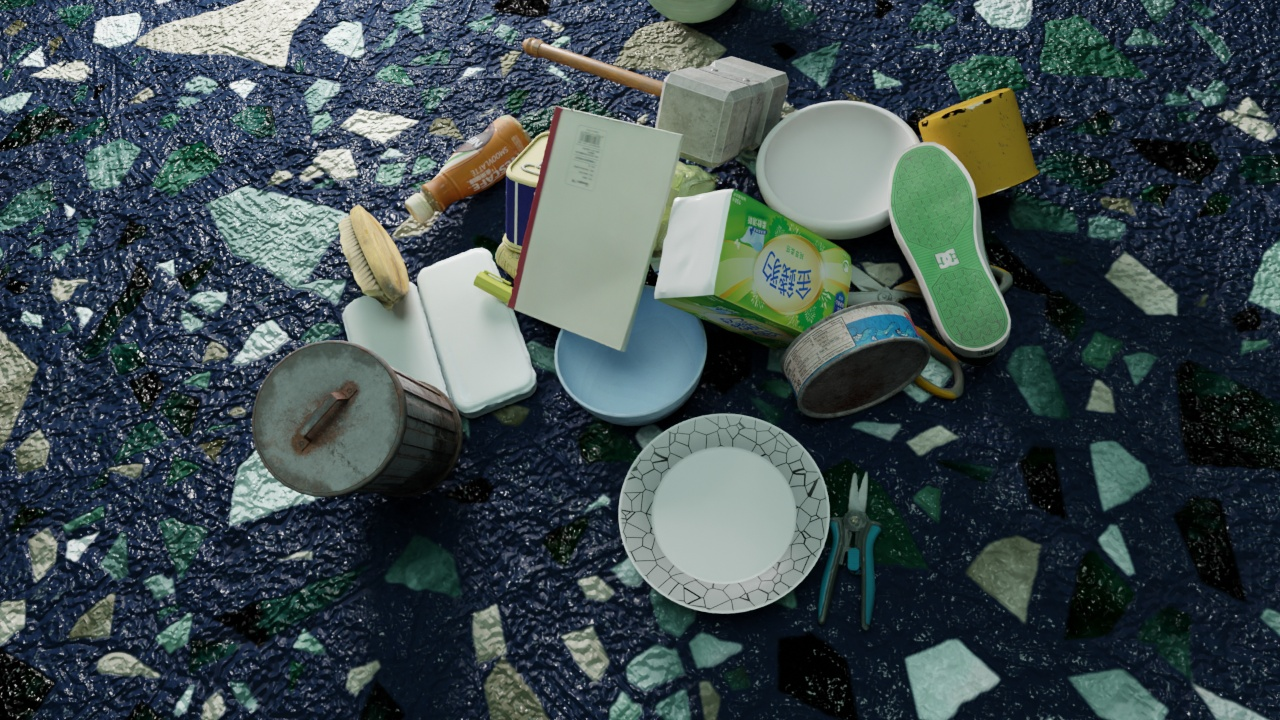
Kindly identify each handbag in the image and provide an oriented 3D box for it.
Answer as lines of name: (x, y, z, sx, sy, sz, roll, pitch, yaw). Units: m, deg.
handbag: (-0.013, -0.182, 0.983, 0.113, 0.186, 0.117, -65, 26, 10)

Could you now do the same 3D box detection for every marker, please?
marker: (-0.124, -0.063, 0.998, 0.124, 0.017, 0.021, 28, 97, 6)

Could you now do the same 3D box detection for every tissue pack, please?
tissue pack: (0.092, -0.081, 0.898, 0.142, 0.197, 0.120, 1, 70, 49)

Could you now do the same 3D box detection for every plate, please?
plate: (0.075, 0.137, 0.834, 0.189, 0.016, 0.188, -4, 60, 7)

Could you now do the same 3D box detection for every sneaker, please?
sneaker: (0.300, -0.103, 0.903, 0.084, 0.079, 0.235, -15, 66, 13)

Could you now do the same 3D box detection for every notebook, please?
notebook: (-0.049, -0.130, 0.890, 0.153, 0.012, 0.209, 22, 102, 30)

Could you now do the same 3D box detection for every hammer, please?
hammer: (-0.008, -0.324, 1.063, 0.318, 0.083, 0.162, 25, 33, 22)

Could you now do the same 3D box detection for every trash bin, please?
trash bin: (-0.251, 0.062, 0.842, 0.131, 0.211, 0.130, -1, 80, 5)

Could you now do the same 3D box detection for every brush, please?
brush: (-0.304, -0.119, 1.042, 0.043, 0.059, 0.195, -39, 45, 4)

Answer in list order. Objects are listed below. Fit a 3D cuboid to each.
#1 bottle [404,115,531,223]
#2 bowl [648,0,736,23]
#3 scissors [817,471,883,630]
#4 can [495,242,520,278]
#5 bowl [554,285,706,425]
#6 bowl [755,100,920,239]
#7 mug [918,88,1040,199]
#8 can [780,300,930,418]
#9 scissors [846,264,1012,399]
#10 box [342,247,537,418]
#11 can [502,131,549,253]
bottle: (-0.206, -0.225, 1.097, 0.167, 0.059, 0.059, -40, 62, -12)
bowl: (0.070, -0.491, 1.185, 0.151, 0.077, 0.150, -4, 60, 8)
scissors: (0.195, 0.174, 0.827, 0.126, 0.019, 0.143, -32, 54, -2)
can: (-0.125, -0.102, 1.026, 0.038, 0.038, 0.079, -42, 63, -14)
bowl: (-0.005, 0.005, 0.925, 0.151, 0.075, 0.150, -4, 61, 7)
bowl: (0.216, -0.197, 1.002, 0.177, 0.066, 0.176, -4, 61, 8)
mug: (0.351, -0.226, 0.963, 0.101, 0.123, 0.094, -18, 101, 19)
can: (0.200, 0.001, 0.858, 0.130, 0.130, 0.044, -19, 60, -1)
scissors: (0.277, -0.062, 0.946, 0.216, 0.016, 0.225, -34, 61, -9)
box: (-0.224, -0.017, 1.004, 0.189, 0.037, 0.208, -19, 59, -5)
can: (-0.107, -0.187, 1.018, 0.056, 0.092, 0.116, 19, 45, 11)
